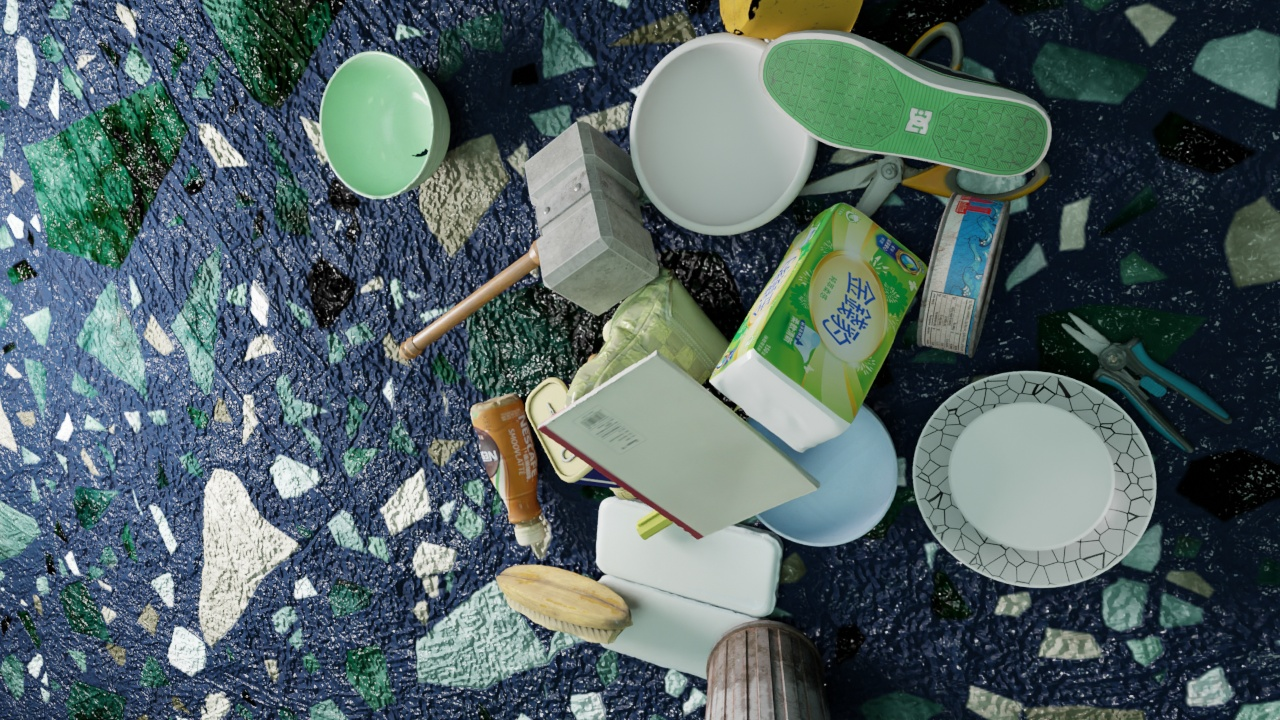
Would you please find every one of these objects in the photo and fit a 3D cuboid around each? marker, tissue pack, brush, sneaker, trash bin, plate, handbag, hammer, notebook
[{"bbox_3d":[0.050,0.145,0.944,0.124,0.017,0.021,-33,114,11],"label":"marker"},{"bbox_3d":[0.140,-0.021,0.798,0.120,0.197,0.142,43,149,-2],"label":"tissue pack"},{"bbox_3d":[-0.085,0.267,1.013,0.196,0.059,0.043,6,119,39],"label":"brush"},{"bbox_3d":[0.213,-0.212,0.753,0.235,0.078,0.084,21,119,12],"label":"sneaker"},{"bbox_3d":[0.119,0.352,0.848,0.131,0.210,0.131,2,107,5],"label":"trash bin"},{"bbox_3d":[0.332,0.101,0.786,0.189,0.016,0.188,5,101,24],"label":"plate"},{"bbox_3d":[-0.005,0.005,0.880,0.113,0.186,0.117,49,161,-26],"label":"handbag"},{"bbox_3d":[-0.138,-0.081,0.926,0.318,0.083,0.162,-32,52,27],"label":"hammer"},{"bbox_3d":[0.034,0.084,0.811,0.208,0.012,0.153,39,130,-26],"label":"notebook"}]

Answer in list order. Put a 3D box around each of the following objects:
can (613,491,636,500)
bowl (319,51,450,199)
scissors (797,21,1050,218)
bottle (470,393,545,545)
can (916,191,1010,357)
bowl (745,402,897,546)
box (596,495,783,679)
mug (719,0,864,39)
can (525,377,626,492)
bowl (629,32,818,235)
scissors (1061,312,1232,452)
[{"bbox_3d":[0.012,0.122,0.963,0.080,0.038,0.038,-14,94,27],"label":"can"},{"bbox_3d":[-0.264,-0.252,0.991,0.151,0.076,0.151,5,103,24],"label":"bowl"},{"bbox_3d":[0.234,-0.188,0.807,0.226,0.016,0.216,-4,99,26],"label":"scissors"},{"bbox_3d":[-0.141,0.123,1.022,0.059,0.059,0.167,-12,96,26],"label":"bottle"},{"bbox_3d":[0.265,-0.070,0.753,0.044,0.129,0.130,14,106,22],"label":"can"},{"bbox_3d":[0.170,0.091,0.862,0.151,0.074,0.150,5,102,23],"label":"bowl"},{"bbox_3d":[0.044,0.249,0.981,0.209,0.037,0.189,12,102,23],"label":"box"},{"bbox_3d":[0.121,-0.324,0.773,0.094,0.123,0.101,0,126,-17],"label":"mug"},{"bbox_3d":[-0.055,0.075,0.933,0.057,0.092,0.116,-41,62,18],"label":"can"},{"bbox_3d":[0.082,-0.206,0.846,0.177,0.066,0.177,5,103,24],"label":"bowl"},{"bbox_3d":[0.420,0.014,0.761,0.144,0.019,0.126,3,107,31],"label":"scissors"}]
